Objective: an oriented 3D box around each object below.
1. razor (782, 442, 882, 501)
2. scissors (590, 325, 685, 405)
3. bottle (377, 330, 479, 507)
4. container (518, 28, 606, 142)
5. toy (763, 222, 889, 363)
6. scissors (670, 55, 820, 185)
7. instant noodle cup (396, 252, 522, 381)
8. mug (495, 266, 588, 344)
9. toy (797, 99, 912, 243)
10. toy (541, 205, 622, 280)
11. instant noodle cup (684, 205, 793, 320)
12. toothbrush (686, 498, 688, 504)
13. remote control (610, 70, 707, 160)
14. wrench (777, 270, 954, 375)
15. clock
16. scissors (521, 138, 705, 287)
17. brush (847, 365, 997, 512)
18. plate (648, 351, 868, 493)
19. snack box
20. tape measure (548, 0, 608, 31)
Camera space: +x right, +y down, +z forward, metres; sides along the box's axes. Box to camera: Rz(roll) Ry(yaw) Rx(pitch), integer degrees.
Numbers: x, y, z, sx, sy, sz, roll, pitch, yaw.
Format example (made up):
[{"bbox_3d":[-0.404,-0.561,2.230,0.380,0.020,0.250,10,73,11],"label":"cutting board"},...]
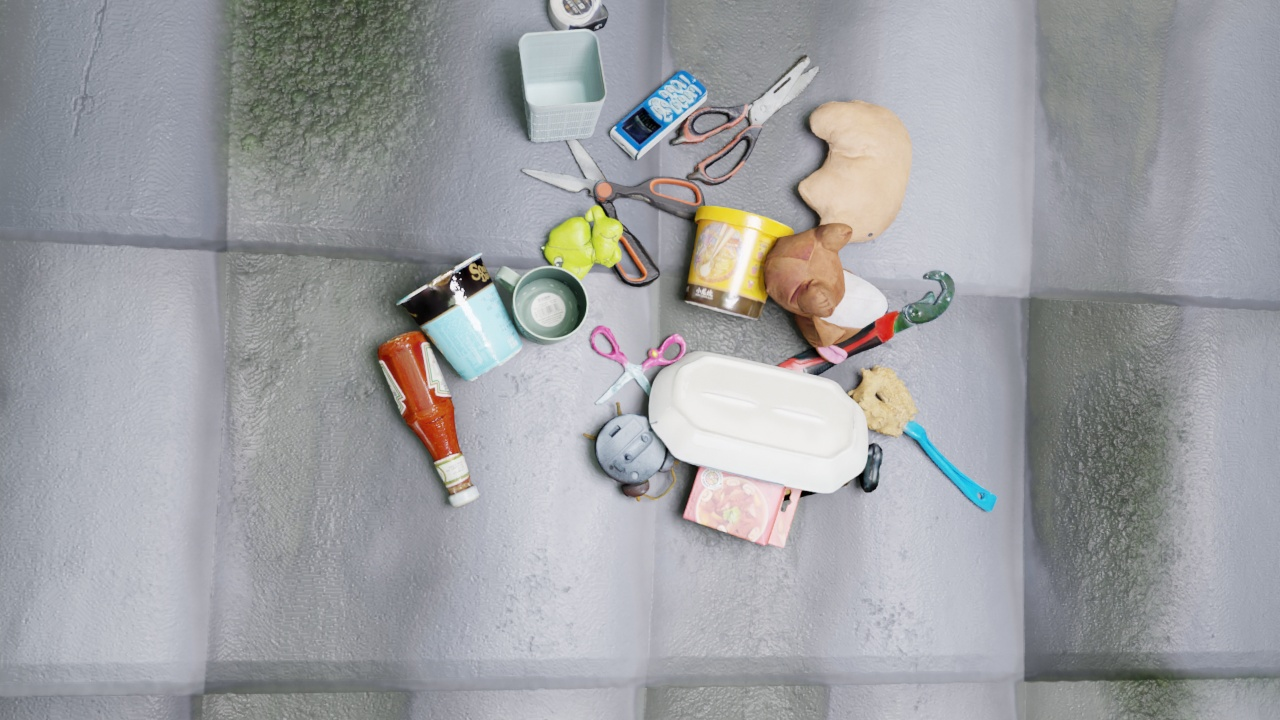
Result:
[{"bbox_3d":[0.220,0.147,1.128,0.167,0.062,0.067,-16,63,-4],"label":"razor"},{"bbox_3d":[-0.007,0.006,1.116,0.133,0.017,0.134,-41,99,-5],"label":"scissors"},{"bbox_3d":[-0.239,0.069,1.055,0.059,0.060,0.206,-22,92,-10],"label":"bottle"},{"bbox_3d":[-0.093,-0.312,1.063,0.090,0.111,0.090,-7,80,-9],"label":"container"},{"bbox_3d":[0.223,-0.079,1.068,0.131,0.199,0.140,12,73,24],"label":"toy"},{"bbox_3d":[0.132,-0.314,1.152,0.198,0.015,0.204,9,86,-8],"label":"scissors"},{"bbox_3d":[-0.198,-0.044,1.046,0.111,0.111,0.120,-32,100,-9],"label":"instant noodle cup"},{"bbox_3d":[-0.118,-0.068,1.054,0.111,0.106,0.082,35,83,-7],"label":"mug"},{"bbox_3d":[0.264,-0.210,1.140,0.143,0.082,0.226,11,89,-4],"label":"toy"},{"bbox_3d":[-0.069,-0.137,1.087,0.100,0.031,0.097,9,108,17],"label":"toy"},{"bbox_3d":[0.111,-0.113,1.093,0.118,0.118,0.114,14,93,-8],"label":"instant noodle cup"},{"bbox_3d":[0.114,0.105,1.123,0.017,0.014,0.189,35,89,7],"label":"toothbrush"},{"bbox_3d":[0.024,-0.301,1.125,0.124,0.024,0.049,-42,75,-9],"label":"remote control"},{"bbox_3d":[0.286,-0.034,1.164,0.273,0.016,0.056,-29,89,-10],"label":"wrench"},{"bbox_3d":[-0.007,0.113,1.091,0.082,0.055,0.122,-43,95,-9],"label":"clock"},{"bbox_3d":[-0.025,-0.195,1.121,0.227,0.022,0.221,-13,85,-10],"label":"scissors"},{"bbox_3d":[0.359,0.104,1.158,0.254,0.046,0.083,42,62,-11],"label":"brush"},{"bbox_3d":[0.143,0.062,1.072,0.266,0.034,0.161,14,54,-1],"label":"plate"},{"bbox_3d":[0.127,0.152,1.087,0.127,0.044,0.113,18,85,5],"label":"snack box"},{"bbox_3d":[-0.079,-0.430,1.114,0.066,0.034,0.065,-23,89,-12],"label":"tape measure"}]
